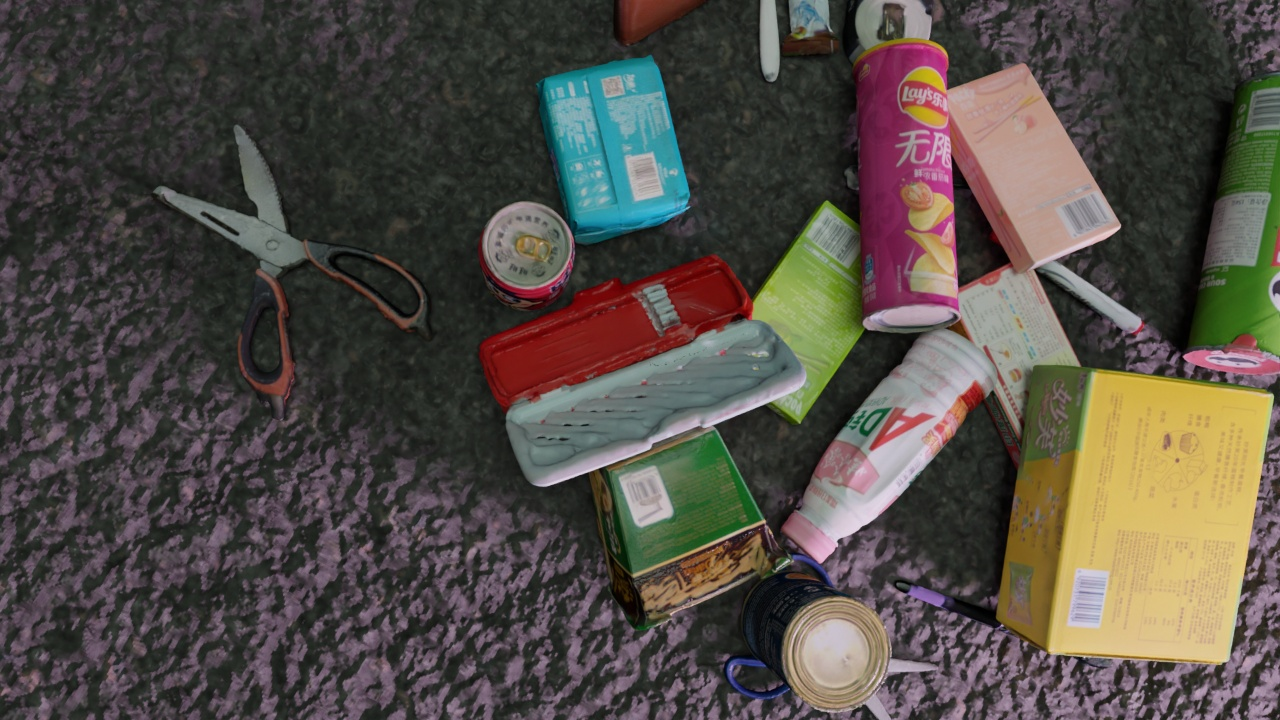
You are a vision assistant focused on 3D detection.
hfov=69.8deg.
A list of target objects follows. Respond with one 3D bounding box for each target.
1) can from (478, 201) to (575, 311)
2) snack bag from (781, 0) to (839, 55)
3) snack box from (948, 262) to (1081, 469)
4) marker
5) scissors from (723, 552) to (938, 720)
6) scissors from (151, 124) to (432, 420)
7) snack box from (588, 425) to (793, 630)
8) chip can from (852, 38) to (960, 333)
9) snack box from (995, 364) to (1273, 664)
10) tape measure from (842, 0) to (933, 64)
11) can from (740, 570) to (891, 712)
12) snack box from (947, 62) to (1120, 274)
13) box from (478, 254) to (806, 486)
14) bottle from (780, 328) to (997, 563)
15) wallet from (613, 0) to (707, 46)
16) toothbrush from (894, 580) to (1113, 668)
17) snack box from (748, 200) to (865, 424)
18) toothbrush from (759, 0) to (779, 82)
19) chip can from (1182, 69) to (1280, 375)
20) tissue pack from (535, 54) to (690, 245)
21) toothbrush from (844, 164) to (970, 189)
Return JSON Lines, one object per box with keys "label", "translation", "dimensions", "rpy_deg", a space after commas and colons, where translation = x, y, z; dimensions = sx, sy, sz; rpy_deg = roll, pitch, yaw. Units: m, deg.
{"label": "can", "translation": [-0.081, -0.073, 0.656], "dimensions": [0.066, 0.094, 0.066], "rpy_deg": [1, 85, -7]}
{"label": "snack bag", "translation": [0.134, -0.296, 0.734], "dimensions": [0.048, 0.026, 0.104], "rpy_deg": [-1, 85, 5]}
{"label": "snack box", "translation": [0.306, 0.003, 0.732], "dimensions": [0.077, 0.027, 0.156], "rpy_deg": [-25, 89, -9]}
{"label": "marker", "translation": [0.348, -0.066, 0.747], "dimensions": [0.145, 0.017, 0.017], "rpy_deg": [33, 82, -4]}
{"label": "scissors", "translation": [0.143, 0.224, 0.703], "dimensions": [0.162, 0.012, 0.174], "rpy_deg": [-16, 89, -9]}
{"label": "scissors", "translation": [-0.254, -0.068, 0.674], "dimensions": [0.189, 0.015, 0.225], "rpy_deg": [-7, 87, -7]}
{"label": "snack box", "translation": [0.020, 0.100, 0.633], "dimensions": [0.118, 0.117, 0.105], "rpy_deg": [-22, 102, -12]}
{"label": "chip can", "translation": [0.197, -0.129, 0.685], "dimensions": [0.071, 0.071, 0.210], "rpy_deg": [4, 76, -7]}
{"label": "snack box", "translation": [0.369, 0.113, 0.692], "dimensions": [0.157, 0.070, 0.210], "rpy_deg": [7, 93, -11]}
{"label": "tape measure", "translation": [0.198, -0.264, 0.736], "dimensions": [0.065, 0.033, 0.066], "rpy_deg": [7, 84, -5]}
{"label": "can", "translation": [0.119, 0.192, 0.639], "dimensions": [0.075, 0.111, 0.075], "rpy_deg": [1, 85, -7]}
{"label": "snack box", "translation": [0.303, -0.154, 0.728], "dimensions": [0.084, 0.026, 0.157], "rpy_deg": [-22, 78, -12]}
{"label": "box", "translation": [-0.004, 0.004, 0.647], "dimensions": [0.201, 0.039, 0.158], "rpy_deg": [-21, 49, -9]}
{"label": "bottle", "translation": [0.183, 0.066, 0.695], "dimensions": [0.068, 0.068, 0.197], "rpy_deg": [42, 86, -2]}
{"label": "wallet", "translation": [0.033, -0.293, 0.683], "dimensions": [0.124, 0.101, 0.032], "rpy_deg": [-32, 88, -8]}
{"label": "toothbrush", "translation": [0.287, 0.208, 0.721], "dimensions": [0.189, 0.017, 0.014], "rpy_deg": [21, 83, -4]}
{"label": "snack box", "translation": [0.131, -0.037, 0.714], "dimensions": [0.086, 0.026, 0.156], "rpy_deg": [36, 82, -3]}
{"label": "toothbrush", "translation": [0.102, -0.312, 0.736], "dimensions": [0.016, 0.016, 0.180], "rpy_deg": [-1, 86, -5]}
{"label": "chip can", "translation": [0.501, -0.110, 0.743], "dimensions": [0.072, 0.072, 0.236], "rpy_deg": [15, 84, -6]}
{"label": "tissue pack", "translation": [-0.022, -0.161, 0.692], "dimensions": [0.093, 0.050, 0.133], "rpy_deg": [-13, 87, -6]}
{"label": "toothbrush", "translation": [0.253, -0.142, 0.742], "dimensions": [0.181, 0.016, 0.018], "rpy_deg": [3, 67, -7]}
